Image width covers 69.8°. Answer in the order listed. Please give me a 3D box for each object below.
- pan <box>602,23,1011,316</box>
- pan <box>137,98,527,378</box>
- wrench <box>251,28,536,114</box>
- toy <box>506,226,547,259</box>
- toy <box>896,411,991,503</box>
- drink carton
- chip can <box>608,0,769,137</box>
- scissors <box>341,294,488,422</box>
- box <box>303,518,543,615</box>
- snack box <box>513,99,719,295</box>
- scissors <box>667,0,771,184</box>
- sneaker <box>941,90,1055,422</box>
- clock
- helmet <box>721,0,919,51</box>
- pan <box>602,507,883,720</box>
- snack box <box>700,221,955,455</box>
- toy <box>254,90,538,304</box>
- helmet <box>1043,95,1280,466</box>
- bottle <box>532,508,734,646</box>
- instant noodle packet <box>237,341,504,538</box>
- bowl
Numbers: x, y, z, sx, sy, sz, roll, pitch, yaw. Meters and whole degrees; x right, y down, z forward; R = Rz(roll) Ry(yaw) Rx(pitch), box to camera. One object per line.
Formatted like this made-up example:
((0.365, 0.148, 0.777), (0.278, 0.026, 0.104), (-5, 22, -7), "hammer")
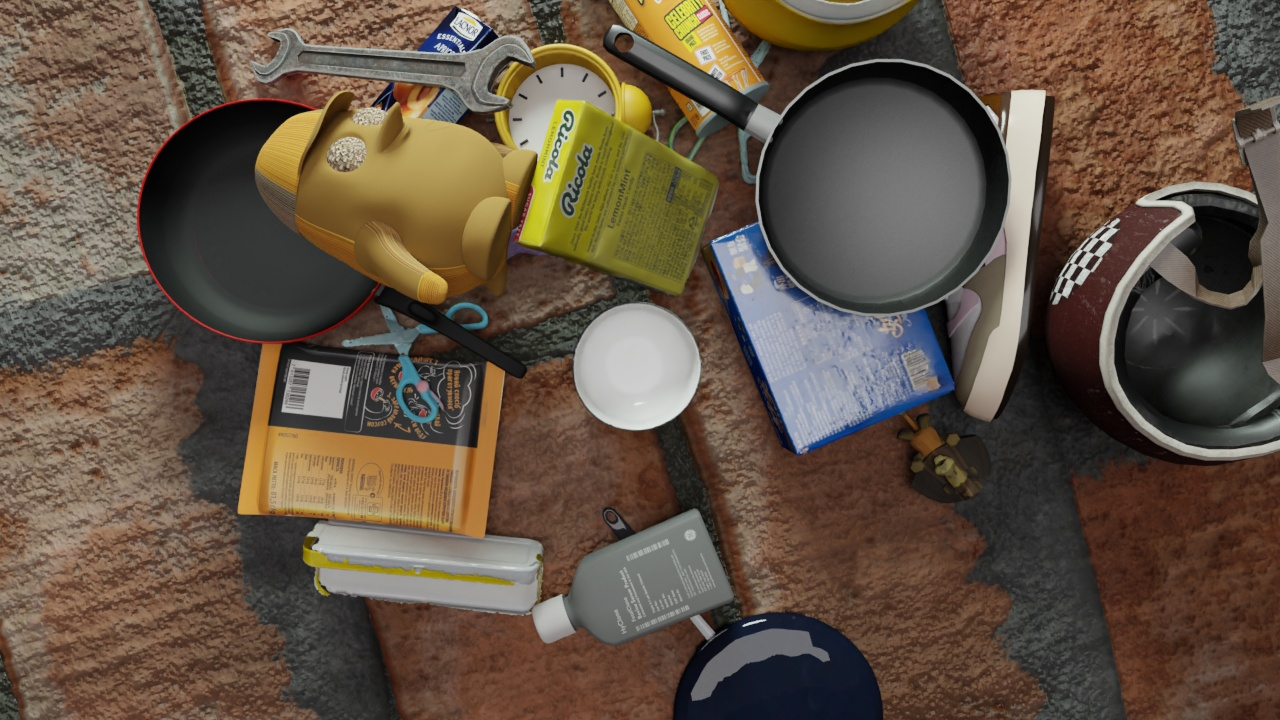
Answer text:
((0.129, -0.176, 0.751), (0.355, 0.044, 0.204), (29, 97, -2), "pan")
((-0.257, -0.081, 0.807), (0.356, 0.067, 0.208), (32, 84, -9), "pan")
((-0.218, -0.253, 0.787), (0.273, 0.010, 0.070), (10, 80, 17), "wrench")
((-0.117, -0.127, 0.827), (0.100, 0.036, 0.080), (-17, 101, 1), "toy")
((0.271, 0.083, 0.840), (0.076, 0.062, 0.100), (-42, 88, 19), "toy")
((-0.176, -0.242, 0.807), (0.130, 0.040, 0.064), (-49, 58, 0), "drink carton")
((0.022, -0.306, 0.800), (0.075, 0.075, 0.215), (-34, 89, -1), "chip can")
((-0.195, -0.014, 0.830), (0.135, 0.015, 0.135), (-27, 80, -13), "scissors")
((-0.192, 0.188, 0.819), (0.209, 0.080, 0.079), (6, 90, -3), "box")
((-0.015, -0.132, 0.783), (0.180, 0.045, 0.121), (15, 93, -46), "snack box")
((0.079, -0.247, 0.842), (0.139, 0.028, 0.170), (-5, 88, 0), "scissors")
((0.290, -0.095, 0.821), (0.116, 0.111, 0.294), (7, 94, 19), "sneaker")
((-0.058, -0.214, 0.821), (0.152, 0.052, 0.113), (29, 91, 2), "clock")
((0.148, -0.370, 0.781), (0.209, 0.140, 0.239), (-1, 77, -3), "helmet")
((0.080, 0.277, 0.860), (0.199, 0.021, 0.356), (-40, 92, 0), "pan")
((0.165, -0.039, 0.825), (0.155, 0.069, 0.202), (-23, 93, -1), "snack box")
((-0.197, -0.137, 0.724), (0.203, 0.198, 0.163), (18, 136, -1), "toy")
((0.451, -0.037, 0.742), (0.233, 0.253, 0.234), (43, 105, 2), "helmet")
((-0.012, 0.206, 0.829), (0.174, 0.046, 0.083), (-23, 88, 0), "bottle")
((-0.241, 0.069, 0.830), (0.221, 0.032, 0.159), (6, 83, -2), "instant noodle packet")
((-0.005, 0.005, 0.824), (0.113, 0.063, 0.113), (0, 92, -2), "bowl")
